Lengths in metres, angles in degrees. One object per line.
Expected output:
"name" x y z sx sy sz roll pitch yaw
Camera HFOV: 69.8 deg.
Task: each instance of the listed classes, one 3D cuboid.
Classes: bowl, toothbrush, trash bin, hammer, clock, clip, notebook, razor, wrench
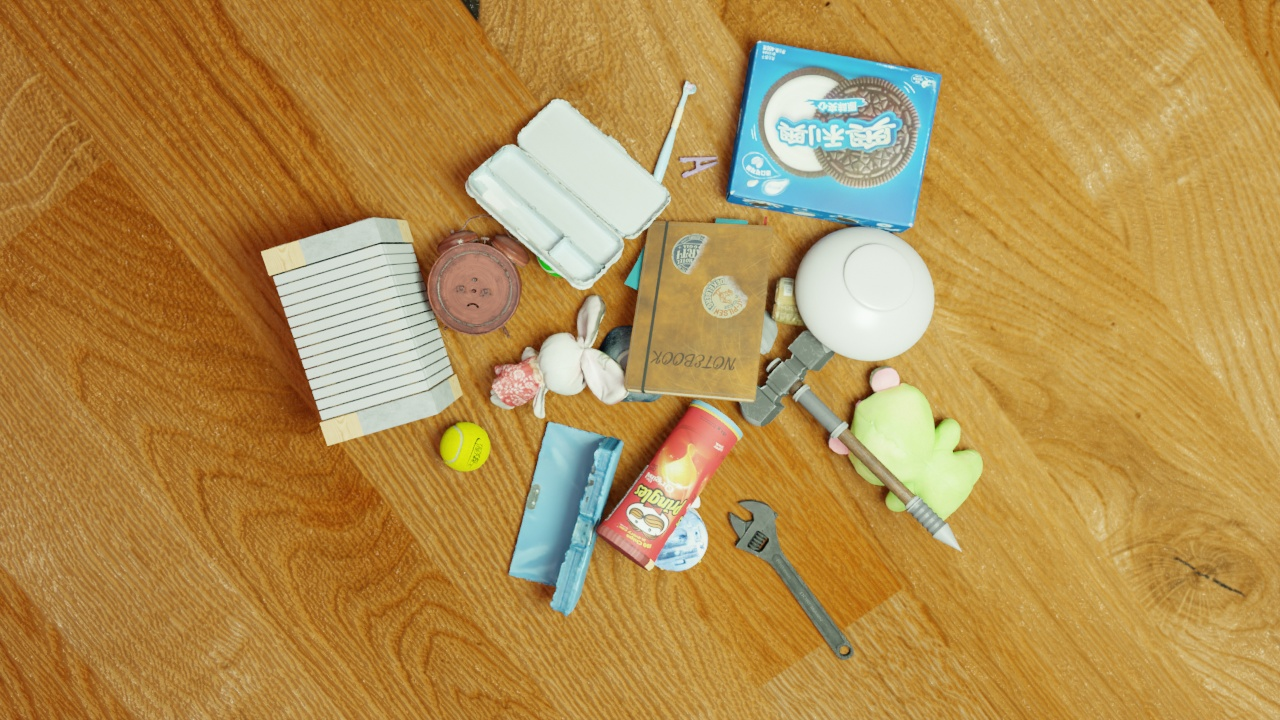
"bowl" -0.007 0.007 1.212 0.110 0.055 0.110 0 97 1
"toothbrush" 0.040 -0.285 1.191 0.016 0.022 0.155 26 100 41
"trash bin" -0.347 -0.042 1.169 0.142 0.142 0.247 -16 97 3
"hammer" 0.277 0.115 1.150 0.322 0.043 0.156 47 106 21
"clock" -0.208 -0.110 1.192 0.120 0.072 0.158 7 98 0
"clip" 0.074 -0.251 1.197 0.051 0.014 0.043 14 98 2
"bowl" 0.284 -0.092 1.130 0.176 0.066 0.176 2 73 -6
"notebook" 0.068 -0.074 1.159 0.178 0.014 0.248 4 72 12
"clock" 0.043 0.221 1.240 0.089 0.052 0.125 -11 97 3
"razor" 0.122 -0.012 1.205 0.116 0.088 0.047 -40 95 25
"wrench" 0.212 0.304 1.265 0.073 0.018 0.273 -36 97 6

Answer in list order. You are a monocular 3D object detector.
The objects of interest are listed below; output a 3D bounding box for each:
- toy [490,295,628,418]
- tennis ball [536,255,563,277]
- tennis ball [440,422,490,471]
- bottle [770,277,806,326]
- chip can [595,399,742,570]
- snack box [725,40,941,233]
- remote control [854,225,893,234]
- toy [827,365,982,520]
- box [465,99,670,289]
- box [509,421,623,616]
"toy" -0.114 0.014 1.197 0.194 0.084 0.159 -28 62 14
"tennis ball" -0.102 -0.141 1.189 0.065 0.065 0.065 0 97 1
"tennis ball" -0.235 0.115 1.226 0.065 0.065 0.065 0 97 1
"bottle" 0.255 -0.069 1.186 0.166 0.059 0.059 8 98 5
"chip can" 0.038 0.159 1.183 0.087 0.087 0.213 38 77 -4
"snack box" 0.240 -0.279 1.158 0.239 0.056 0.195 10 91 0
"remote control" 0.324 -0.113 1.204 0.047 0.022 0.150 -20 95 4
"toy" 0.353 0.122 1.197 0.197 0.107 0.150 35 100 -11
"box" -0.090 -0.213 1.163 0.209 0.045 0.191 40 71 1
"box" -0.108 0.206 1.226 0.111 0.094 0.231 16 98 3
